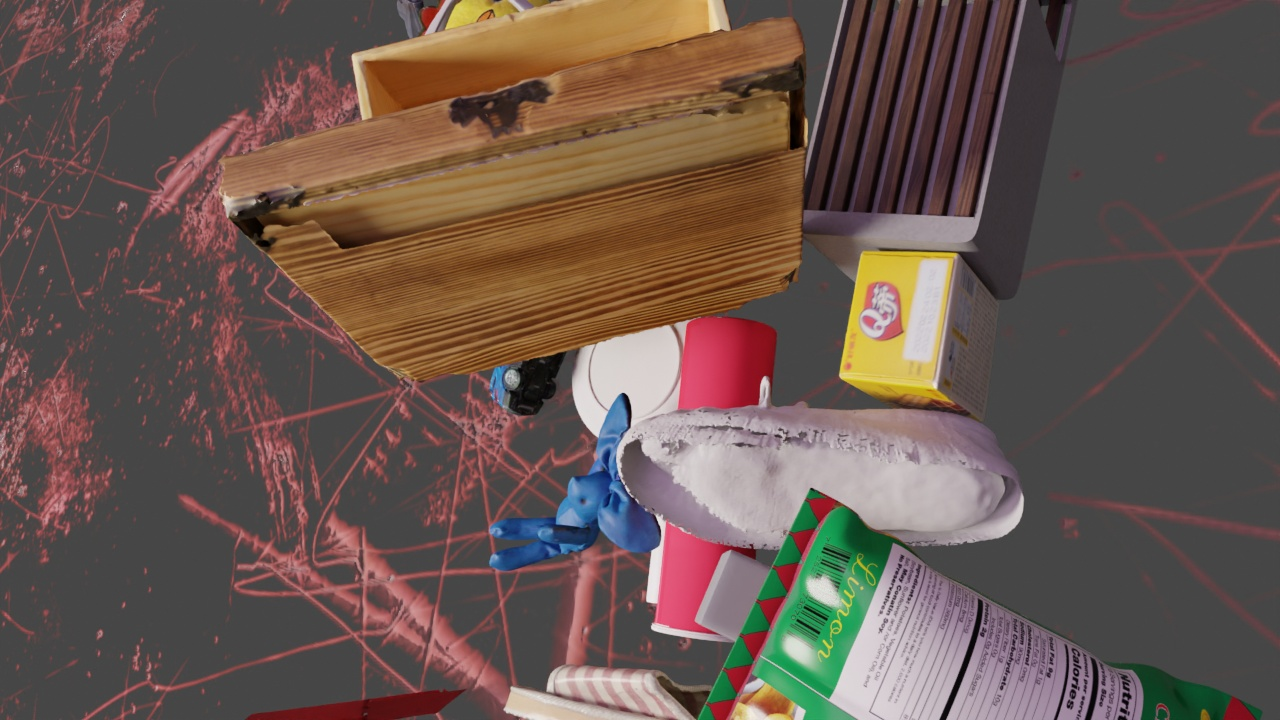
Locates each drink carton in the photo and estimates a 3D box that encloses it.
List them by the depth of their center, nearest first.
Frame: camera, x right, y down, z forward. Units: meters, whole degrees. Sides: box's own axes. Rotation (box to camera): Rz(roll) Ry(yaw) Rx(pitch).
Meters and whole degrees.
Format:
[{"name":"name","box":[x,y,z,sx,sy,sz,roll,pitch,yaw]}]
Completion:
[{"name":"drink carton","box":[0.101,0.166,0.569,0.125,0.076,0.048,24,77,6]}]

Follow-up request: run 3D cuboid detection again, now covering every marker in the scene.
[{"name":"marker","box":[0.024,0.115,0.692,0.023,0.027,0.133,7,79,-1]}]

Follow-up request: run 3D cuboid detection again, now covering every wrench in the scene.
[{"name":"wrench","box":[-0.194,-0.274,0.931,0.273,0.022,0.074,61,153,25]}]

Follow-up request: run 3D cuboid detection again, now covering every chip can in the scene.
[{"name":"chip can","box":[0.055,0.083,0.656,0.069,0.069,0.220,-1,76,33]}]

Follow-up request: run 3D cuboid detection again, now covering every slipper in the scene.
[{"name":"slipper","box":[0.107,0.065,0.580,0.247,0.074,0.112,1,109,10]},{"name":"slipper","box":[0.031,0.237,0.608,0.263,0.115,0.052,0,64,27]}]

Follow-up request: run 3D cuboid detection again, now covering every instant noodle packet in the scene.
[{"name":"instant noodle packet","box":[0.161,0.211,0.478,0.253,0.090,0.195,26,88,6]}]

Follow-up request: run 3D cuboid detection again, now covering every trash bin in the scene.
[{"name":"trash bin","box":[0.198,-0.170,0.602,0.115,0.114,0.228,10,82,35]}]

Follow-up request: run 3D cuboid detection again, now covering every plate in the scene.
[{"name":"plate","box":[-0.005,0.004,0.751,0.135,0.011,0.134,-10,72,31]}]

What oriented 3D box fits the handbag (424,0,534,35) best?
[{"name":"handbag","box":[-0.129,-0.210,0.775,0.216,0.095,0.222,-14,92,2]}]

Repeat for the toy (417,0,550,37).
[{"name":"toy","box":[-0.113,-0.280,0.857,0.208,0.092,0.133,27,80,26]}]

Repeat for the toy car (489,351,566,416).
[{"name":"toy car","box":[-0.091,-0.012,0.786,0.044,0.056,0.120,27,94,36]}]

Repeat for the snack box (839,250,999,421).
[{"name":"snack box","box":[0.179,-0.014,0.577,0.061,0.105,0.083,6,80,36]}]

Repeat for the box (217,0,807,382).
[{"name":"box","box":[-0.055,-0.125,0.566,0.279,0.334,0.286,-13,82,2]}]

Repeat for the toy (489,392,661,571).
[{"name":"toy","box":[-0.045,0.117,0.706,0.177,0.071,0.112,-40,45,31]}]
